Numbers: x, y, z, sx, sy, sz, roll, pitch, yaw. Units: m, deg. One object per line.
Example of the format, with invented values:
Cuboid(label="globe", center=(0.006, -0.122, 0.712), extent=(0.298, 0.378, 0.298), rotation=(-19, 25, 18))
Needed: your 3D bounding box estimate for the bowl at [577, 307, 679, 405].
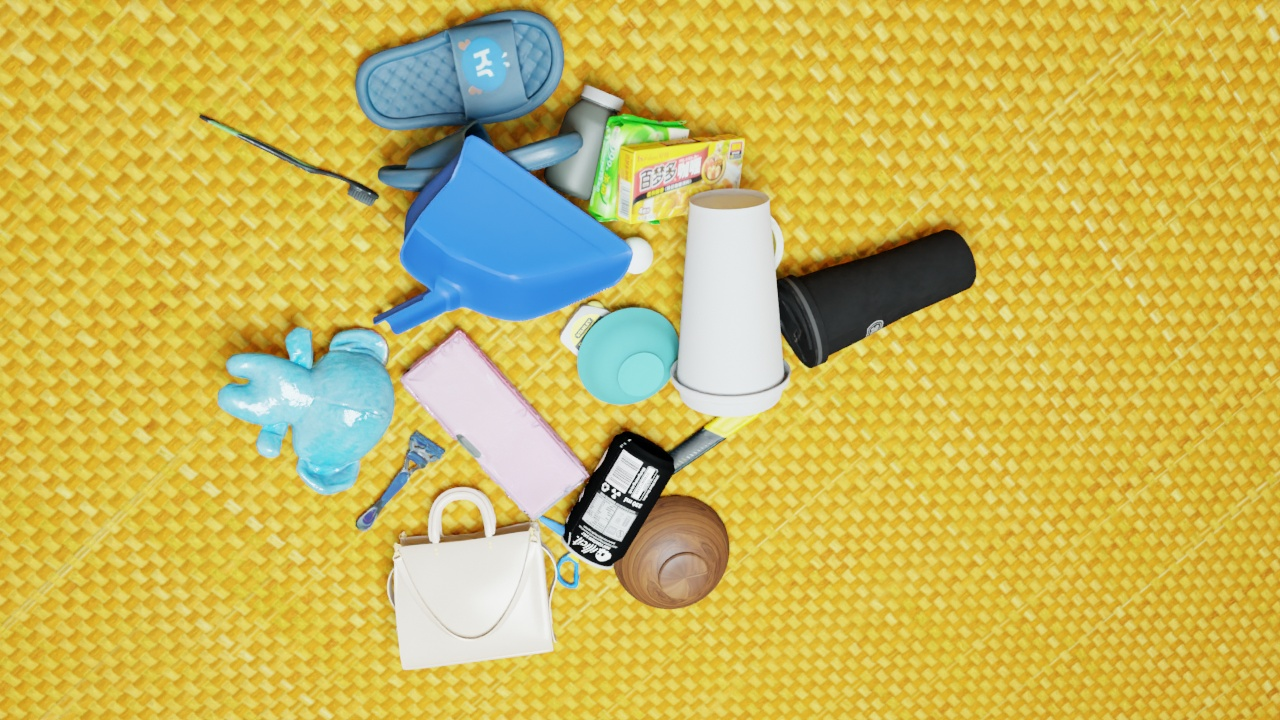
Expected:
Cuboid(label="bowl", center=(-0.006, 0.006, 1.025), extent=(0.121, 0.046, 0.121), rotation=(-8, 117, -16))

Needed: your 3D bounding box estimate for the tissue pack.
Cuboid(label="tissue pack", center=(0.000, -0.197, 0.954), extent=(0.099, 0.034, 0.114), rotation=(-8, 119, -41))

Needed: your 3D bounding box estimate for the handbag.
Cuboid(label="handbag", center=(-0.197, 0.245, 1.074), extent=(0.194, 0.101, 0.198), rotation=(-6, 96, -6))

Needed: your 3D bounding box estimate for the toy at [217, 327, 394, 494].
Cuboid(label="toy", center=(-0.353, 0.044, 0.975), extent=(0.180, 0.115, 0.183), rotation=(17, 82, -31))

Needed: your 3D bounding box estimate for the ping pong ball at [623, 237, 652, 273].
Cuboid(label="ping pong ball", center=(-0.006, -0.115, 1.004), extent=(0.040, 0.040, 0.040), rotation=(-2, 108, -7))

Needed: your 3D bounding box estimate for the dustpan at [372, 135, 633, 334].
Cuboid(label="dustpan", center=(-0.180, -0.096, 0.945), extent=(0.258, 0.059, 0.245), rotation=(-20, 149, 30))

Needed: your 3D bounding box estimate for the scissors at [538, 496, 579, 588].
Cuboid(label="scissors", center=(-0.066, 0.222, 1.117), extent=(0.125, 0.016, 0.125), rotation=(-1, 107, -12))

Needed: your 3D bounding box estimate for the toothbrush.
Cuboid(label="toothbrush", center=(-0.360, -0.205, 0.941), extent=(0.188, 0.014, 0.017), rotation=(24, 110, -14))

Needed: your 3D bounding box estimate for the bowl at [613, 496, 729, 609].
Cuboid(label="bowl", center=(0.044, 0.244, 1.104), extent=(0.147, 0.069, 0.147), rotation=(-4, 108, -12))

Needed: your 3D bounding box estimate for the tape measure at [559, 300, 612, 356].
Cuboid(label="tape measure", center=(-0.052, -0.030, 1.037), extent=(0.065, 0.016, 0.064), rotation=(37, 99, -17))

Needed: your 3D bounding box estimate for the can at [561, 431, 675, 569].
Cuboid(label="can", center=(-0.026, 0.161, 1.062), extent=(0.080, 0.080, 0.146), rotation=(28, 97, -15))

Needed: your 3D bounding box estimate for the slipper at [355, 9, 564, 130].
Cuboid(label="slipper", center=(-0.179, -0.282, 0.918), extent=(0.213, 0.059, 0.104), rotation=(-15, 111, -1))

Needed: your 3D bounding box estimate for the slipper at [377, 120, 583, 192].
Cuboid(label="slipper", center=(-0.162, -0.204, 0.902), extent=(0.214, 0.103, 0.059), rotation=(-7, 108, 14))

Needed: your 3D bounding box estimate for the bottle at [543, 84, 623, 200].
Cuboid(label="bottle", center=(-0.057, -0.226, 0.951), extent=(0.060, 0.060, 0.108), rotation=(19, 104, -13))

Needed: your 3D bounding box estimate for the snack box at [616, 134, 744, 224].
Cuboid(label="snack box", center=(0.042, -0.190, 0.951), extent=(0.152, 0.025, 0.075), rotation=(-16, 123, -35))

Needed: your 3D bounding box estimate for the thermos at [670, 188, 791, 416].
Cuboid(label="thermos", center=(0.095, -0.063, 0.976), extent=(0.131, 0.131, 0.222), rotation=(-6, 115, -6))

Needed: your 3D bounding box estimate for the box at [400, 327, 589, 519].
Cuboid(label="box", center=(-0.162, 0.075, 1.043), extent=(0.098, 0.041, 0.233), rotation=(-36, 108, 5))

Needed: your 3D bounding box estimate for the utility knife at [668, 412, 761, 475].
Cuboid(label="utility knife", center=(0.060, 0.106, 1.095), extent=(0.198, 0.020, 0.029), rotation=(-35, 86, 5))

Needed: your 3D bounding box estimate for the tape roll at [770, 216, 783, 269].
Cuboid(label="tape roll", center=(0.112, -0.127, 1.027), extent=(0.094, 0.019, 0.094), rotation=(-2, 108, -7))

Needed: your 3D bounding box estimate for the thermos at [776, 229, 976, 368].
Cuboid(label="thermos", center=(0.259, -0.075, 1.026), extent=(0.218, 0.106, 0.106), rotation=(-22, 109, -6))

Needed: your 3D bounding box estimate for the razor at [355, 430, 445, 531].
Cuboid(label="razor", center=(-0.284, 0.147, 1.061), extent=(0.044, 0.018, 0.141), rotation=(37, 99, -17))
